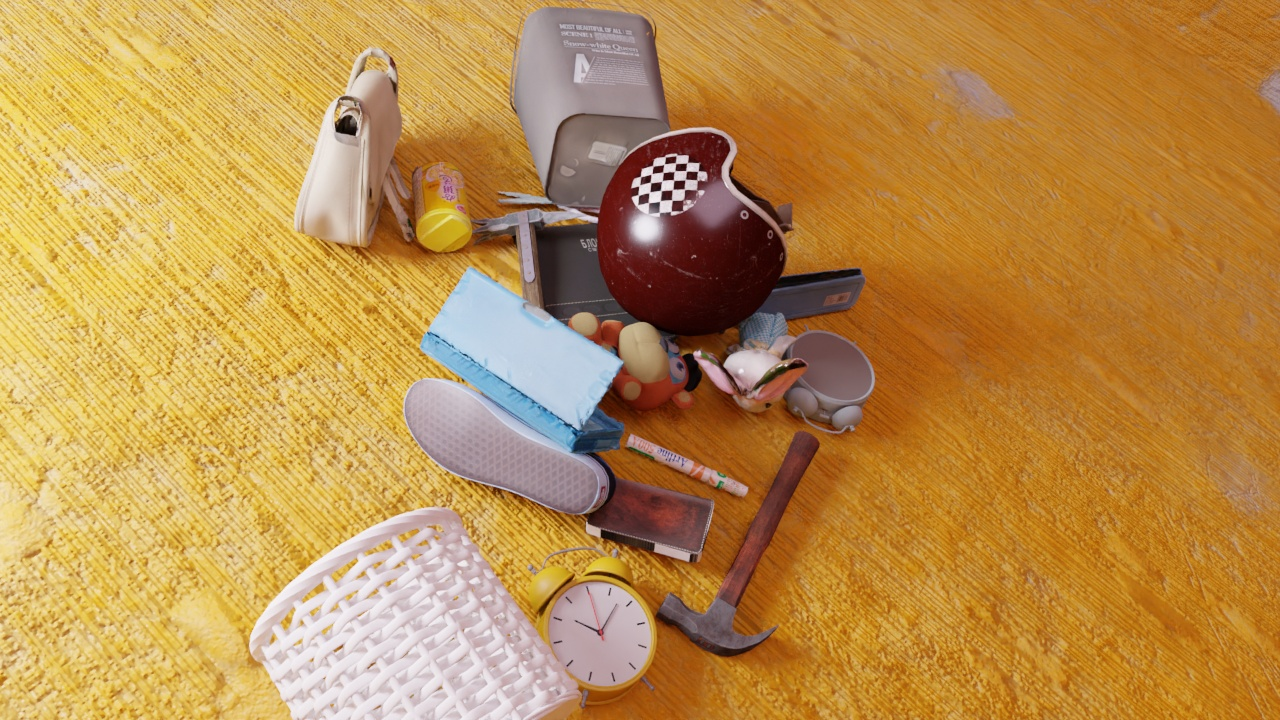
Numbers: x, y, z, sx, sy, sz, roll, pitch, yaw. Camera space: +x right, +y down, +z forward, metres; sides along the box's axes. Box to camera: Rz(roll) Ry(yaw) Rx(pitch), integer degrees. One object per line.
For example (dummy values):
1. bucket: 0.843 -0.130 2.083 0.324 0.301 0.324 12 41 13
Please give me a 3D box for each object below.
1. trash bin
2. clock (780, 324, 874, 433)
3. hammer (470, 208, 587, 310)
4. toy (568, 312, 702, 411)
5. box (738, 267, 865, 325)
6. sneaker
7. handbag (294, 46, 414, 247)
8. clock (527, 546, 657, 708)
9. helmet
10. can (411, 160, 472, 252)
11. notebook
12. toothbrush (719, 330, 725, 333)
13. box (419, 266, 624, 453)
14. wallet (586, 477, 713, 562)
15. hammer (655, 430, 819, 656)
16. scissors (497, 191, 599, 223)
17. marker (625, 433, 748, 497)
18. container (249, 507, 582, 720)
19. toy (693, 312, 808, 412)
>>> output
1. trash bin: -0.064 -0.336 1.240 0.197 0.198 0.219 0 51 -17
2. clock: 0.234 0.028 1.161 0.122 0.045 0.159 18 46 -5
3. hammer: -0.120 -0.054 1.083 0.147 0.028 0.316 -10 59 1
4. toy: -0.006 0.007 1.055 0.176 0.096 0.112 22 39 -41
5. box: 0.208 -0.101 1.245 0.209 0.069 0.064 -11 49 -29
6. sneaker: -0.134 0.093 0.963 0.241 0.083 0.098 25 3 16
7. handbag: -0.320 -0.250 1.100 0.132 0.184 0.228 12 32 -15
8. clock: -0.046 0.248 0.866 0.113 0.052 0.151 -5 58 -25
9. helmet: 0.067 -0.152 1.095 0.234 0.234 0.253 3 63 7
10. can: -0.248 -0.192 1.144 0.067 0.068 0.105 1 51 -21
11. notebook: -0.057 -0.095 1.165 0.169 0.030 0.208 -7 57 -25
12. toothbrush: 0.100 -0.101 1.241 0.013 0.013 0.167 7 47 -15
13. box: -0.110 -0.005 0.957 0.232 0.110 0.094 31 12 29
14. wallet: 0.011 0.163 0.958 0.123 0.019 0.072 13 47 9
15. hammer: 0.131 0.186 0.994 0.111 0.028 0.299 31 50 6
16. scissors: -0.108 -0.207 1.232 0.179 0.016 0.108 -3 37 -22
17. marker: 0.052 0.119 1.033 0.145 0.017 0.017 24 47 0
18. container: -0.174 0.247 0.723 0.188 0.190 0.187 -27 66 -36
19. toy: 0.136 0.006 1.122 0.131 0.106 0.205 7 22 9
